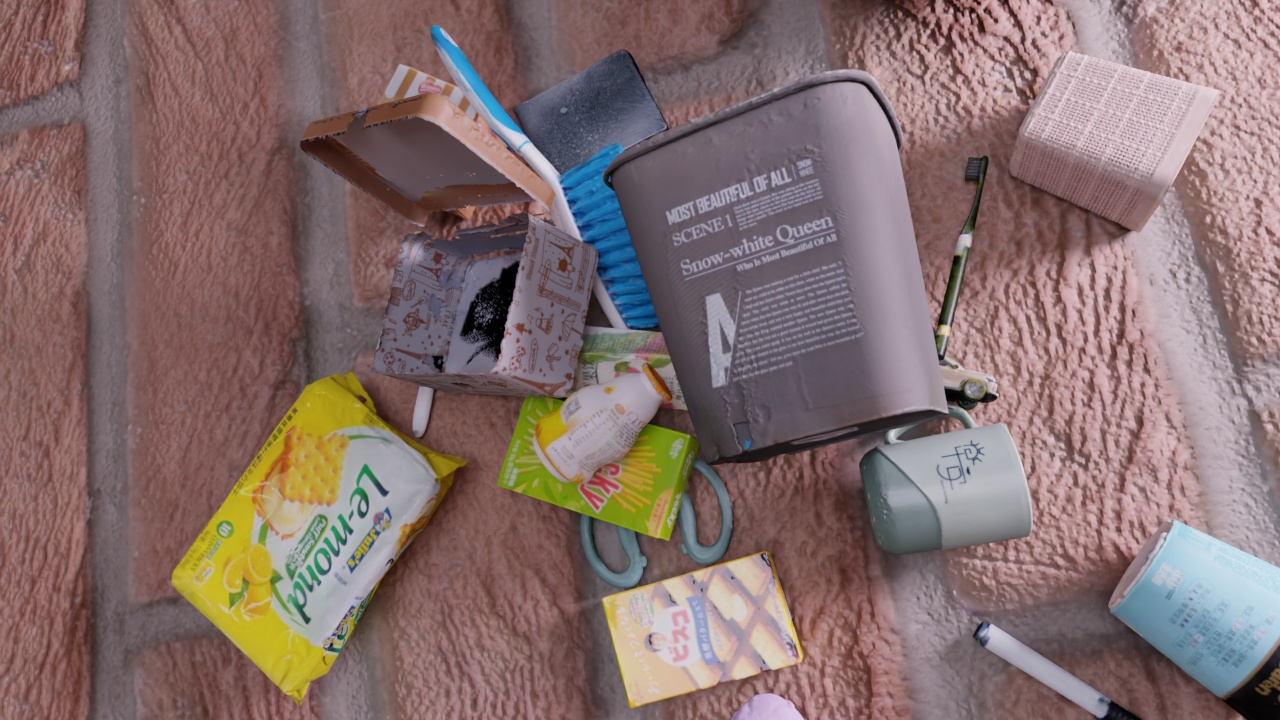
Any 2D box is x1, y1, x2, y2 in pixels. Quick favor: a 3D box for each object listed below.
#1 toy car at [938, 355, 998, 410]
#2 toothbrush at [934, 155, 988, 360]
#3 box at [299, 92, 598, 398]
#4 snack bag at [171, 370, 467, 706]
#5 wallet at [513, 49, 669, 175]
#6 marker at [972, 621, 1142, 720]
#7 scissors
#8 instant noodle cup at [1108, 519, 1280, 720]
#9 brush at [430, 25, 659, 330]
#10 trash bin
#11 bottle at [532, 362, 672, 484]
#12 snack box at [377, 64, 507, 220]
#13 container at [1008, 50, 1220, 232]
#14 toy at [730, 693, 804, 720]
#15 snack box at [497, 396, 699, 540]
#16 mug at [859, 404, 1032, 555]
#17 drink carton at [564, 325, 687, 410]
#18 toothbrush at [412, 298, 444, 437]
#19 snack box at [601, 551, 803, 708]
[{"bbox_3d":[0.230,0.014,0.709,0.090,0.042,0.035,13,80,15],"label":"toy car"},{"bbox_3d":[0.249,-0.084,0.720,0.017,0.012,0.185,11,69,22],"label":"toothbrush"},{"bbox_3d":[-0.160,-0.068,0.712,0.181,0.217,0.157,3,67,41],"label":"box"},{"bbox_3d":[-0.275,0.145,0.787,0.158,0.068,0.246,34,88,17],"label":"snack bag"},{"bbox_3d":[-0.045,-0.219,0.833,0.121,0.019,0.097,-27,74,5],"label":"wallet"},{"bbox_3d":[0.302,0.233,0.662,0.131,0.018,0.022,31,96,16],"label":"marker"},{"bbox_3d":[0.018,0.096,0.754,0.161,0.019,0.179,-3,74,17],"label":"scissors"},{"bbox_3d":[0.391,0.170,0.614,0.120,0.111,0.111,35,88,24],"label":"instant noodle cup"},{"bbox_3d":[-0.062,-0.156,0.763,0.110,0.060,0.314,-24,96,17],"label":"brush"},{"bbox_3d":[0.107,-0.050,0.651,0.199,0.198,0.219,-17,78,23],"label":"trash bin"},{"bbox_3d":[-0.028,0.046,0.706,0.108,0.063,0.063,-36,73,8],"label":"bottle"},{"bbox_3d":[-0.185,-0.196,0.829,0.093,0.077,0.094,26,86,17],"label":"snack box"},{"bbox_3d":[0.351,-0.167,0.695,0.111,0.090,0.090,27,86,20],"label":"container"},{"bbox_3d":[0.085,0.303,0.687,0.084,0.039,0.108,36,86,17],"label":"toy"},{"bbox_3d":[-0.036,0.084,0.750,0.156,0.026,0.085,14,80,26],"label":"snack box"},{"bbox_3d":[0.220,0.085,0.682,0.106,0.082,0.111,-12,55,11],"label":"mug"},{"bbox_3d":[-0.004,0.004,0.754,0.122,0.054,0.045,6,37,12],"label":"drink carton"},{"bbox_3d":[-0.187,-0.020,0.826,0.016,0.016,0.180,3,80,28],"label":"toothbrush"},{"bbox_3d":[0.047,0.210,0.719,0.140,0.033,0.087,-18,75,11],"label":"snack box"}]
